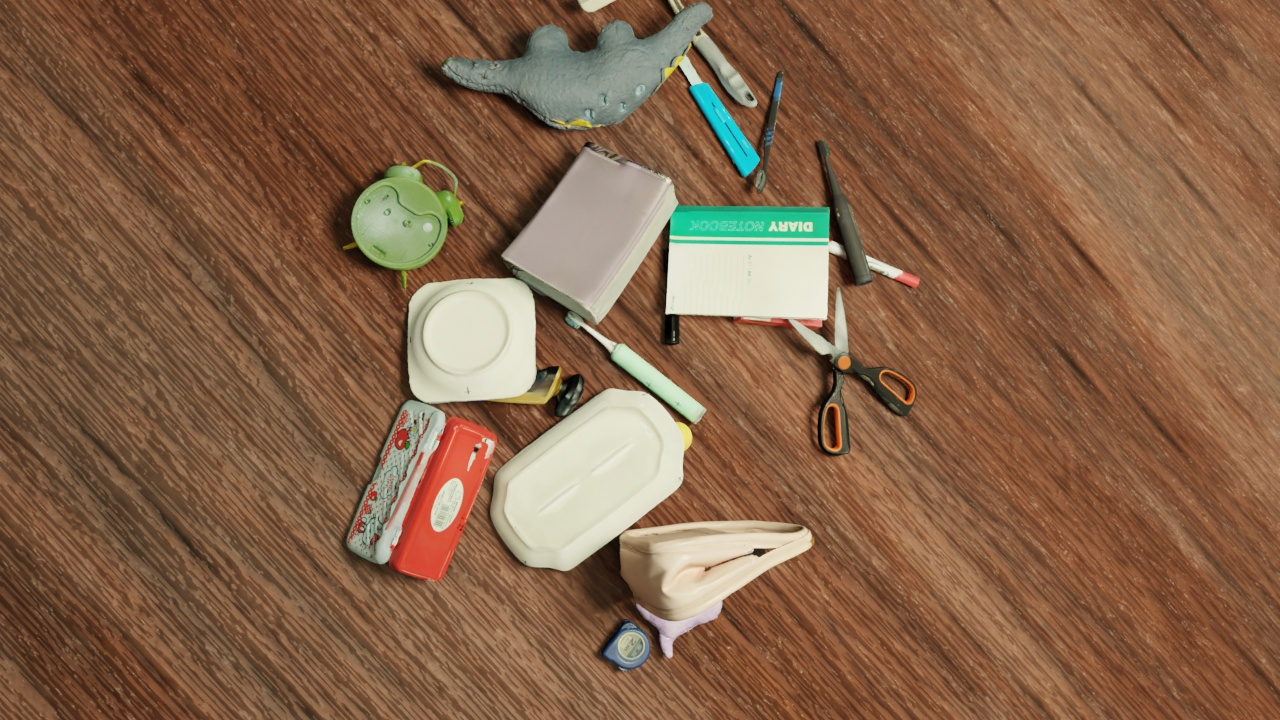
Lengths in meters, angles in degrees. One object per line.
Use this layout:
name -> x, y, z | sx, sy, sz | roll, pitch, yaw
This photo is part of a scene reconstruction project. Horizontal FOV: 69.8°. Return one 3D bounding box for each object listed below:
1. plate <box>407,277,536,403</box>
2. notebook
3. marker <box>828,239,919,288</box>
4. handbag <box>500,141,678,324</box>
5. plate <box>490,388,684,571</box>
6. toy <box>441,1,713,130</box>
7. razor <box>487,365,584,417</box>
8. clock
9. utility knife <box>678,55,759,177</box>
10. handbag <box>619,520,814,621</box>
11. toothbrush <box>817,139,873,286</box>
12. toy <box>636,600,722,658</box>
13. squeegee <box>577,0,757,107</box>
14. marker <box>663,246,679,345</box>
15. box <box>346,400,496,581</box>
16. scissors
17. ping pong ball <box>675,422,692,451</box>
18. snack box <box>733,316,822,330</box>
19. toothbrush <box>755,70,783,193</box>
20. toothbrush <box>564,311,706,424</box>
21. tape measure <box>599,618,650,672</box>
plate -> -0.214, -0.030, 1.150 | 0.164, 0.034, 0.163 | -5, 73, 0
notebook -> 0.140, -0.130, 1.202 | 0.209, 0.012, 0.150 | 2, 83, 7
marker -> 0.318, -0.135, 1.271 | 0.145, 0.017, 0.017 | 22, 82, -6
handbag -> -0.063, -0.165, 1.176 | 0.145, 0.098, 0.197 | 32, 82, 12
plate -> -0.068, 0.148, 1.156 | 0.265, 0.034, 0.162 | -36, 80, -3
toy -> -0.074, -0.371, 1.190 | 0.356, 0.091, 0.138 | -11, 107, -3
razor -> -0.155, 0.039, 1.171 | 0.167, 0.062, 0.068 | 2, 109, -3
clock -> -0.294, -0.183, 1.165 | 0.116, 0.056, 0.161 | 34, 81, -5
utility knife -> 0.098, -0.346, 1.257 | 0.034, 0.018, 0.209 | -33, 89, -10
handbag -> 0.100, 0.235, 1.126 | 0.234, 0.194, 0.093 | -12, 88, -17
toothbrush -> 0.277, -0.205, 1.257 | 0.027, 0.026, 0.212 | -1, 73, -47
toy -> 0.059, 0.322, 1.180 | 0.108, 0.039, 0.084 | -28, 95, -16
squeegee -> 0.082, -0.445, 1.253 | 0.246, 0.039, 0.246 | -37, 95, -12
marker -> 0.041, -0.086, 1.224 | 0.022, 0.020, 0.132 | -1, 84, 8
box -> -0.275, 0.160, 1.146 | 0.112, 0.100, 0.201 | 28, 78, -40
scissors -> 0.280, 0.020, 1.231 | 0.230, 0.022, 0.221 | 13, 92, -17
ping pong ball -> 0.047, 0.100, 1.197 | 0.040, 0.040, 0.040 | 1, 85, -8
snack box -> 0.187, -0.110, 1.235 | 0.113, 0.044, 0.127 | 4, 84, -8
toothbrush -> 0.177, -0.315, 1.257 | 0.014, 0.016, 0.189 | 3, 73, 33
toothbrush -> -0.007, 0.007, 1.205 | 0.224, 0.027, 0.026 | 38, 45, -4
tape measure -> -0.016, 0.366, 1.172 | 0.054, 0.025, 0.058 | 39, 85, -5
